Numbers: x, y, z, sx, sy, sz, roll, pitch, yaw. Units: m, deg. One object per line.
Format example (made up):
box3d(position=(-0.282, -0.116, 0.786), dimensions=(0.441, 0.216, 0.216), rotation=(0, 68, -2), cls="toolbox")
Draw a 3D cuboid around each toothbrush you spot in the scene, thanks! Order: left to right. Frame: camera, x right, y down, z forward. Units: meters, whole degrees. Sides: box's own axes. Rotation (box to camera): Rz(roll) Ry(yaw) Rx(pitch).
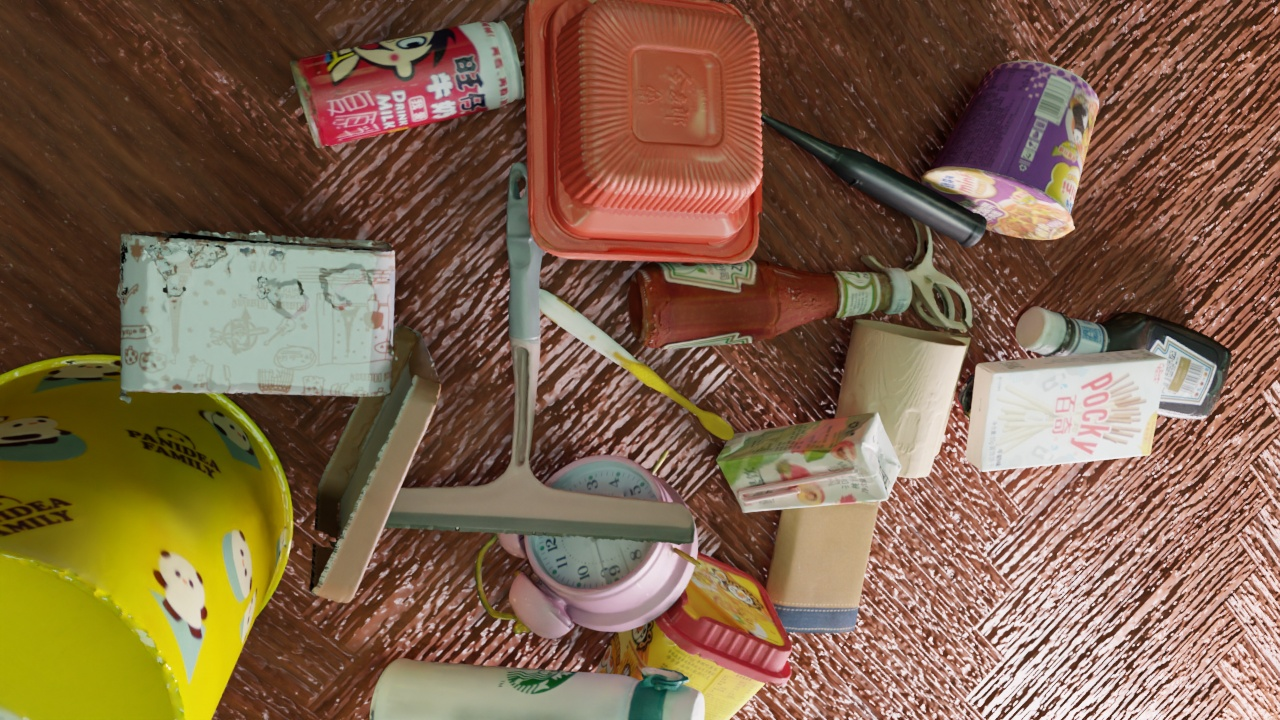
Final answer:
box3d(position=(-0.004, 0.004, 0.674), dimensions=(0.191, 0.018, 0.016), rotation=(36, 93, -18), cls="toothbrush")
box3d(position=(0.158, -0.139, 0.672), dimensions=(0.212, 0.026, 0.027), rotation=(24, 87, -11), cls="toothbrush")

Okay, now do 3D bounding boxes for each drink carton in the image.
box3d(position=(0.120, 0.077, 0.671), dimensions=(0.045, 0.123, 0.053), rotation=(-50, 119, -47), cls="drink carton")

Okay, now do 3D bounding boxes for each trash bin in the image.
box3d(position=(-0.315, 0.132, 0.484), dimensions=(0.229, 0.255, 0.230), rotation=(-3, 102, -16), cls="trash bin")

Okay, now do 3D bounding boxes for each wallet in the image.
box3d(position=(0.144, 0.163, 0.743), dimensions=(0.090, 0.033, 0.115), rotation=(6, 99, -20), cls="wallet")

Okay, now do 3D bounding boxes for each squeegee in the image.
box3d(position=(-0.080, -0.008, 0.625), dimensions=(0.248, 0.040, 0.249), rotation=(1, 90, 13), cls="squeegee")

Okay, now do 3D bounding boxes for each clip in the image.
box3d(position=(0.220, -0.060, 0.715), dimensions=(0.061, 0.034, 0.097), rotation=(-41, 105, -3), cls="clip")

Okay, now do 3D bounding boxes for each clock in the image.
box3d(position=(-0.041, 0.129, 0.635), dimensions=(0.158, 0.117, 0.060), rotation=(-23, 144, 7), cls="clock")

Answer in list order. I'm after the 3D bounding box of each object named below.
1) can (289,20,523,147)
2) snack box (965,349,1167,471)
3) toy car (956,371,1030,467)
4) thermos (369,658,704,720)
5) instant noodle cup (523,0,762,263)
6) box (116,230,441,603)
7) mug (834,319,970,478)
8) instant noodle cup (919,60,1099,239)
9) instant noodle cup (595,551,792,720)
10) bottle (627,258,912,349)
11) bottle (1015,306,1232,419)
box3d(position=(-0.143, -0.173, 0.572), dimensions=(0.132, 0.053, 0.053), rotation=(-16, 106, -12), cls="can")
box3d(position=(0.341, 0.039, 0.737), dimensions=(0.156, 0.027, 0.085), rotation=(-4, 108, -11), cls="snack box")
box3d(position=(0.303, 0.044, 0.760), dimensions=(0.106, 0.031, 0.049), rotation=(37, 95, -22), cls="toy car")
box3d(position=(-0.068, 0.241, 0.623), dimensions=(0.224, 0.073, 0.073), rotation=(-2, 105, 16), cls="thermos")
box3d(position=(0.011, -0.160, 0.594), dimensions=(0.164, 0.079, 0.188), rotation=(-2, 87, -18), cls="instant noodle cup")
box3d(position=(-0.200, 0.025, 0.536), dimensions=(0.156, 0.183, 0.192), rotation=(3, 98, -16), cls="box")
box3d(position=(0.207, 0.028, 0.713), dimensions=(0.124, 0.084, 0.103), rotation=(1, 105, -44), cls="mug")
box3d(position=(0.277, -0.156, 0.676), dimensions=(0.111, 0.112, 0.099), rotation=(25, 84, -20), cls="instant noodle cup")
box3d(position=(0.032, 0.221, 0.687), dimensions=(0.116, 0.116, 0.124), rotation=(27, 105, -19), cls="instant noodle cup")
box3d(position=(0.096, -0.045, 0.663), dimensions=(0.206, 0.060, 0.060), rotation=(-5, 103, -12), cls="bottle")
box3d(position=(0.406, -0.004, 0.775), dimensions=(0.194, 0.044, 0.080), rotation=(14, 97, -18), cls="bottle")
